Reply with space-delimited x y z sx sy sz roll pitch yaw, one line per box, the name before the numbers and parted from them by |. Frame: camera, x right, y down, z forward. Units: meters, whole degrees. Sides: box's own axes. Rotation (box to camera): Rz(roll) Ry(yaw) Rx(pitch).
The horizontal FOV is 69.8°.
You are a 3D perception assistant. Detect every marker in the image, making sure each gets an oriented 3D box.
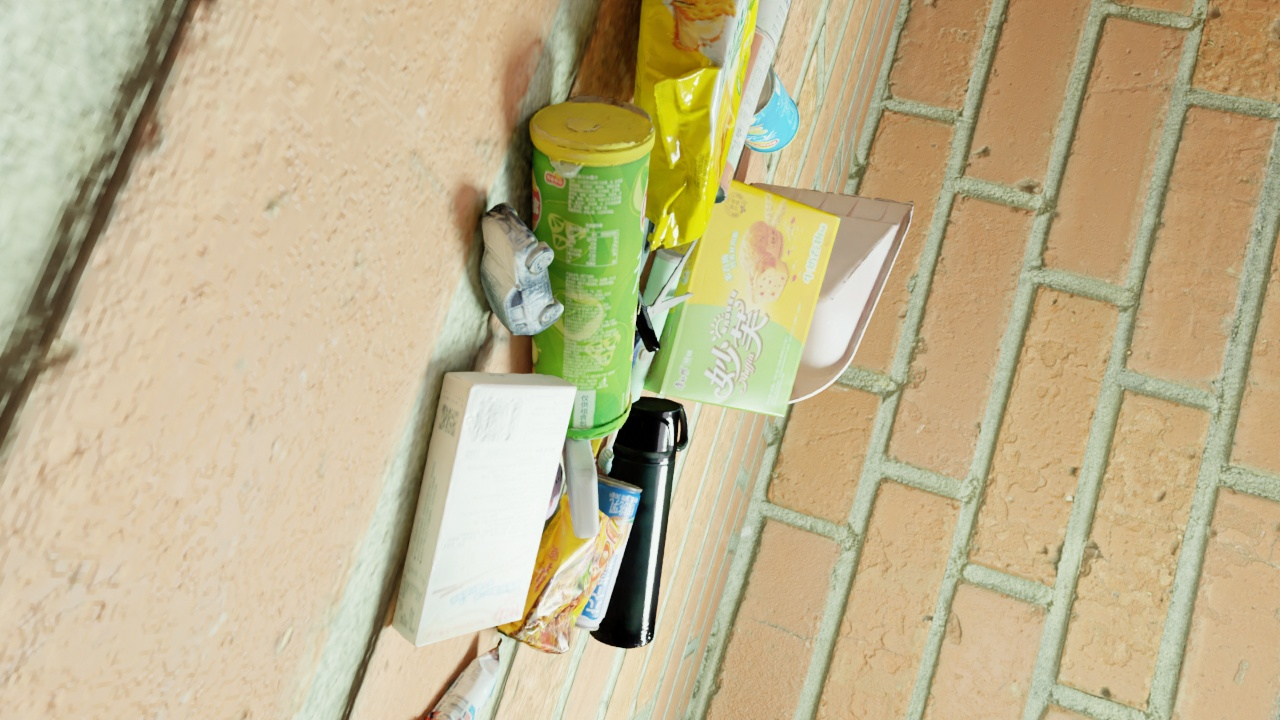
marker | -0.009 -0.056 0.640 0.018 0.015 0.124 23 39 -50

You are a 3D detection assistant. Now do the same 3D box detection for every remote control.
remote control | -0.044 0.071 0.657 0.136 0.020 0.056 -113 -159 -67

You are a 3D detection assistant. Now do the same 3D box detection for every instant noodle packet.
instant noodle packet | -0.061 0.174 0.748 0.128 0.044 0.111 -61 158 -18

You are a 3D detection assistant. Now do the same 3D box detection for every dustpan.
dustpan | 0.181 -0.084 1.119 0.272 0.223 0.139 -48 141 -35

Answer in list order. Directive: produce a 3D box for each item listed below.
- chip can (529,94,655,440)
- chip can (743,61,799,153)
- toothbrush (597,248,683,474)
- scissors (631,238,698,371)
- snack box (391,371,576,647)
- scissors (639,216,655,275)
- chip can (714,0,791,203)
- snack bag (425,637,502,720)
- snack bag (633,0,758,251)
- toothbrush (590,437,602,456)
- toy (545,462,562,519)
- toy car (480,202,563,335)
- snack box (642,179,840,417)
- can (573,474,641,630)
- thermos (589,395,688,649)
chip can | -0.035 -0.048 0.579 0.072 0.072 0.222 -57 159 -50
chip can | 0.117 -0.262 0.941 0.210 0.071 0.071 -16 121 -73
toothbrush | -0.005 0.005 0.830 0.027 0.026 0.225 55 -48 54
scissors | 0.000 -0.029 0.746 0.172 0.012 0.163 -27 145 -58
snack box | -0.090 0.084 0.539 0.084 0.027 0.157 2 106 -50
scissors | -0.012 -0.078 0.735 0.170 0.019 0.181 14 96 -77
chip can | 0.074 -0.244 0.785 0.071 0.071 0.214 49 59 -74
snack bag | -0.126 0.243 0.648 0.048 0.026 0.104 -67 170 25
snack bag | 0.037 -0.212 0.632 0.158 0.068 0.245 90 12 -57
toothbrush | -0.045 0.077 0.788 0.190 0.016 0.016 -70 160 -4
toy | -0.078 0.085 0.623 0.083 0.039 0.108 -61 163 -12
toy car | -0.070 -0.048 0.510 0.034 0.043 0.091 -32 155 -17
snack box | 0.089 -0.060 0.881 0.157 0.070 0.210 11 97 -32
can | -0.043 0.174 0.841 0.053 0.053 0.134 30 76 -76
thermos | 0.005 0.159 0.915 0.089 0.068 0.243 -1 104 -40
